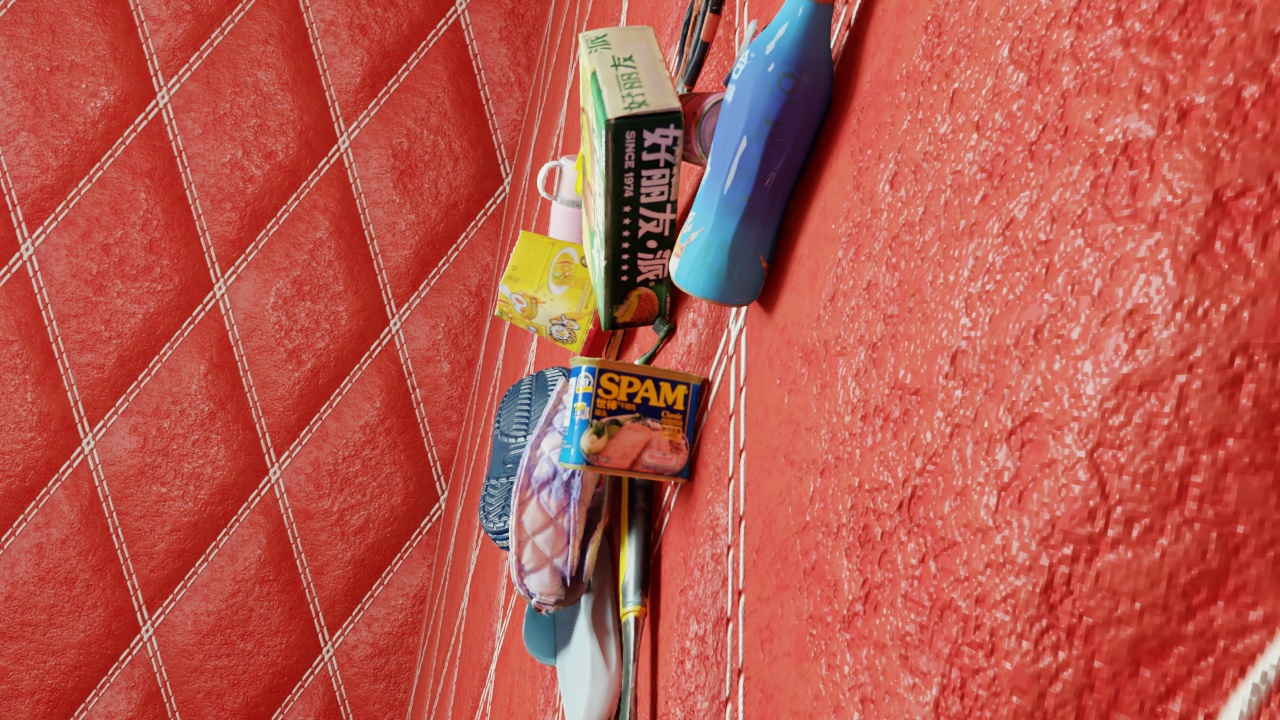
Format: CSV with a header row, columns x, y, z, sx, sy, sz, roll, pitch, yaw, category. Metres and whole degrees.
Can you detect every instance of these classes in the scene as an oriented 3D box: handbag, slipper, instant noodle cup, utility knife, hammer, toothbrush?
x,y,z,sx,sy,sz,roll,pitch,yaw,category
-0.060,0.109,0.807,0.193,0.075,0.134,-73,-9,-63,handbag
-0.103,0.106,0.989,0.252,0.105,0.095,-84,-29,-51,slipper
-0.067,0.238,0.819,0.245,0.074,0.104,-106,30,-58,slipper
-0.083,-0.074,0.980,0.116,0.123,0.115,119,169,-63,instant noodle cup
-0.029,-0.008,0.994,0.031,0.021,0.198,-96,17,-66,utility knife
-0.007,0.181,0.710,0.126,0.032,0.322,130,150,-49,hammer
-0.005,0.005,0.878,0.012,0.017,0.186,-42,-6,-30,toothbrush

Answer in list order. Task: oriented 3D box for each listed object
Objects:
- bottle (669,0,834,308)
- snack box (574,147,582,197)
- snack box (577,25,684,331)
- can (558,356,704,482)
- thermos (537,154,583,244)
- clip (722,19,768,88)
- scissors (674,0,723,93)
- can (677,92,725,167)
x,y,z,sx,sy,sz,roll,pitch,yaw,category
0.079,-0.142,0.581,0.065,0.065,0.219,-108,33,-62,bottle
-0.026,-0.225,1.018,0.080,0.082,0.091,-79,10,-45,snack box
-0.011,-0.142,0.764,0.241,0.063,0.114,94,166,-53,snack box
-0.008,0.046,0.694,0.057,0.102,0.083,166,112,-74,can
-0.088,-0.147,1.117,0.067,0.087,0.199,44,133,51,thermos
0.085,-0.241,0.726,0.026,0.041,0.058,-98,29,-59,clip
0.041,-0.283,0.932,0.206,0.015,0.196,128,149,-59,scissors
0.052,-0.182,0.724,0.147,0.058,0.058,-125,48,-70,can
